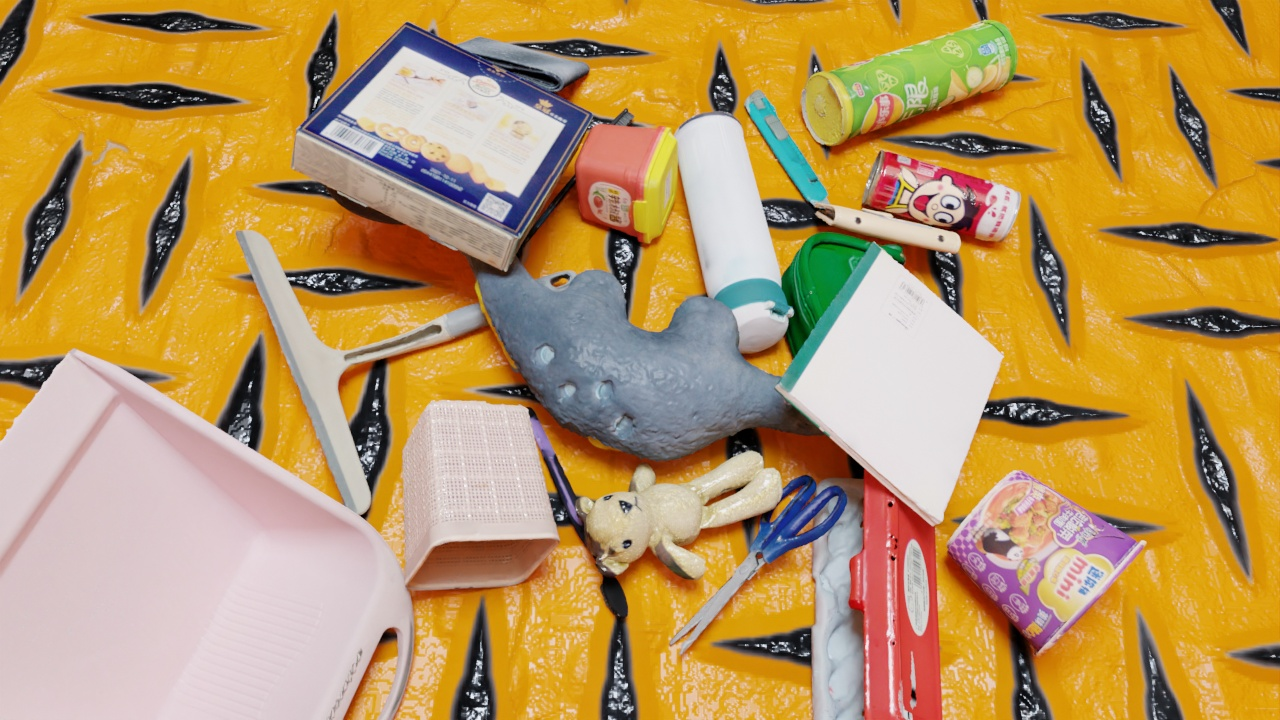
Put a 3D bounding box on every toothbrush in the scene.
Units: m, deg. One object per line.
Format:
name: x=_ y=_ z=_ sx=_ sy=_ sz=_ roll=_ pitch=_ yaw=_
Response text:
toothbrush: x=-0.056 y=-0.174 z=0.860 sx=0.016 sy=0.014 sz=0.189 roll=39 pitch=63 yaw=-11
toothbrush: x=-0.052 y=0.113 z=0.705 sx=0.014 sy=0.017 sz=0.189 roll=-15 pitch=60 yaw=-26

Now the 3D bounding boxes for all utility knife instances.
utility knife: x=0.143 y=-0.208 z=0.897 sx=0.029 sy=0.013 sz=0.161 roll=-20 pitch=65 yaw=-14

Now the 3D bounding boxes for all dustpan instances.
dustpan: x=-0.267 y=0.152 z=0.555 sx=0.139 sy=0.273 sz=0.222 roll=6 pitch=61 yaw=26

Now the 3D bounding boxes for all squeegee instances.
squeegee: x=-0.165 y=-0.028 z=0.755 sx=0.246 sy=0.039 sz=0.246 roll=-22 pitch=78 yaw=-22

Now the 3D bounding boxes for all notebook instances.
notebook: x=0.200 y=0.007 z=0.705 sx=0.150 sy=0.012 sz=0.208 roll=41 pitch=48 yaw=0

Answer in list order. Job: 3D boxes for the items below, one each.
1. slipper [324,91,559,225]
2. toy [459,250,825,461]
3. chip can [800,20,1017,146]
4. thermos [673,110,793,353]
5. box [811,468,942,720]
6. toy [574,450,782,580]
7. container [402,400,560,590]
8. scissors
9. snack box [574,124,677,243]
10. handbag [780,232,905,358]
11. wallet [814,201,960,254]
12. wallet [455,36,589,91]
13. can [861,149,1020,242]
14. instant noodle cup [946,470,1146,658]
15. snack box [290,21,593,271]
slipper: x=-0.163 y=-0.173 z=0.820 sx=0.110 sy=0.084 sz=0.267 roll=38 pitch=46 yaw=10
toy: x=-0.004 y=0.004 z=0.715 sx=0.356 sy=0.092 sz=0.137 roll=23 pitch=61 yaw=3
chip can: x=0.272 y=-0.279 z=0.914 sx=0.221 sy=0.073 sz=0.072 roll=-22 pitch=65 yaw=-17
thermos: x=0.078 y=-0.112 z=0.808 sx=0.073 sy=0.073 sz=0.224 roll=-5 pitch=61 yaw=-8
box: x=0.166 y=0.177 z=0.671 sx=0.094 sy=0.092 sz=0.201 roll=33 pitch=52 yaw=-38
toy: x=0.032 y=0.109 z=0.682 sx=0.157 sy=0.066 sz=0.105 roll=-16 pitch=57 yaw=-20
container: x=-0.120 y=0.094 z=0.654 sx=0.090 sy=0.090 sz=0.110 roll=4 pitch=56 yaw=-28
scissors: x=0.080 y=0.147 z=0.686 sx=0.173 sy=0.128 sz=0.012 roll=-34 pitch=110 yaw=12
snack box: x=-0.012 y=-0.162 z=0.816 sx=0.080 sy=0.091 sz=0.081 roll=15 pitch=59 yaw=11
handbag: x=0.183 y=-0.042 z=0.778 sx=0.120 sy=0.068 sz=0.131 roll=-6 pitch=61 yaw=-15
wallet: x=0.218 y=-0.121 z=0.827 sx=0.115 sy=0.024 sz=0.087 roll=10 pitch=18 yaw=-5
wallet: x=-0.118 y=-0.290 z=0.891 sx=0.121 sy=0.019 sz=0.097 roll=17 pitch=27 yaw=4
can: x=0.279 y=-0.152 z=0.856 sx=0.133 sy=0.053 sz=0.053 roll=18 pitch=61 yaw=4
instant noodle cup: x=0.288 y=0.141 z=0.670 sx=0.111 sy=0.112 sz=0.099 roll=-37 pitch=63 yaw=-22
snack box: x=-0.151 y=-0.178 z=0.739 sx=0.178 sy=0.046 sz=0.182 roll=26 pitch=48 yaw=-3
